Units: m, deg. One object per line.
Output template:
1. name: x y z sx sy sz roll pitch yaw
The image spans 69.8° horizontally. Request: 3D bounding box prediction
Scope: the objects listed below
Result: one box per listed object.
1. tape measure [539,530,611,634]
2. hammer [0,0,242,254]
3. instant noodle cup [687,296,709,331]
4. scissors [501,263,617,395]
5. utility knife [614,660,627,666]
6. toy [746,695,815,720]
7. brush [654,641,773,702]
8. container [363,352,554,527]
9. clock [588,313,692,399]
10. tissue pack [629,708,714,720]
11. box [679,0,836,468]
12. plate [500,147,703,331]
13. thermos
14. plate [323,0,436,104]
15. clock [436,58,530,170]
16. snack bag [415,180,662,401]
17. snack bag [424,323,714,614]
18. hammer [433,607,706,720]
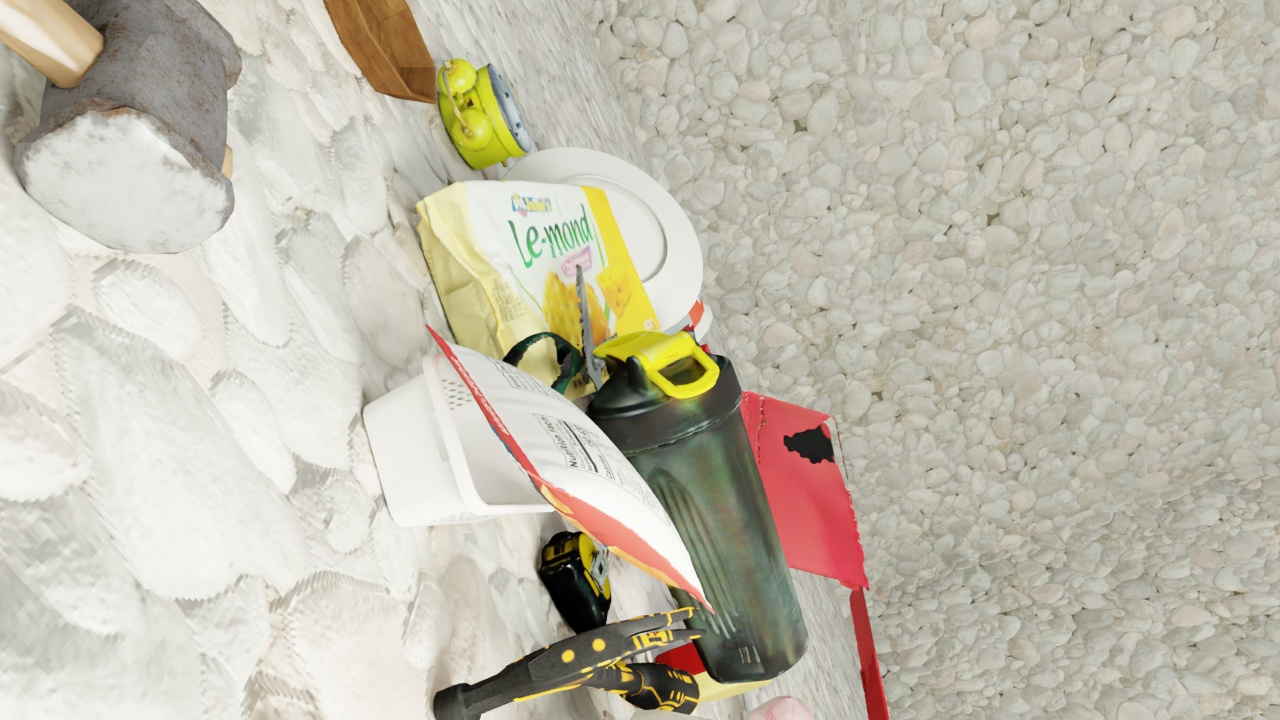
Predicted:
1. tape measure: -0.041 0.145 0.616 0.061 0.034 0.062 -94 161 -66
2. hammer: -0.226 -0.148 0.223 0.328 0.052 0.098 50 21 -53
3. instant noodle cup: 0.004 -0.074 1.116 0.121 0.123 0.123 55 15 -27
4. scissors: -0.040 0.028 0.571 0.204 0.015 0.201 16 63 -68
5. utility knife: 0.012 0.265 0.716 0.225 0.019 0.030 61 22 -52
6. toy: 0.169 0.459 0.929 0.189 0.088 0.238 0 72 -61
7. brush: 0.073 0.274 0.814 0.173 0.082 0.041 47 23 -64
8. container: -0.094 0.049 0.487 0.129 0.049 0.080 31 38 -74
9. clock: -0.005 0.005 0.877 0.045 0.123 0.159 9 75 -44
10. tissue pack: 0.020 0.236 0.434 0.181 0.112 0.070 -22 118 -70
11. box: 0.065 -0.042 0.652 0.213 0.171 0.480 -82 -174 -57
12. plate: -0.033 -0.115 0.837 0.015 0.208 0.208 -48 -127 52
13. thermos: 0.038 0.089 0.568 0.098 0.098 0.221 -72 142 -75
14. plate: -0.190 -0.241 0.660 0.131 0.025 0.131 -21 89 -80
15. clock: -0.138 -0.214 0.794 0.119 0.057 0.083 28 43 -76
16. snack bag: -0.066 -0.049 0.686 0.159 0.068 0.246 67 24 1
17. snack bag: -0.031 0.049 0.434 0.144 0.039 0.131 45 -1 -40
18. hammer: -0.002 0.189 0.541 0.321 0.123 0.036 59 9 -65
